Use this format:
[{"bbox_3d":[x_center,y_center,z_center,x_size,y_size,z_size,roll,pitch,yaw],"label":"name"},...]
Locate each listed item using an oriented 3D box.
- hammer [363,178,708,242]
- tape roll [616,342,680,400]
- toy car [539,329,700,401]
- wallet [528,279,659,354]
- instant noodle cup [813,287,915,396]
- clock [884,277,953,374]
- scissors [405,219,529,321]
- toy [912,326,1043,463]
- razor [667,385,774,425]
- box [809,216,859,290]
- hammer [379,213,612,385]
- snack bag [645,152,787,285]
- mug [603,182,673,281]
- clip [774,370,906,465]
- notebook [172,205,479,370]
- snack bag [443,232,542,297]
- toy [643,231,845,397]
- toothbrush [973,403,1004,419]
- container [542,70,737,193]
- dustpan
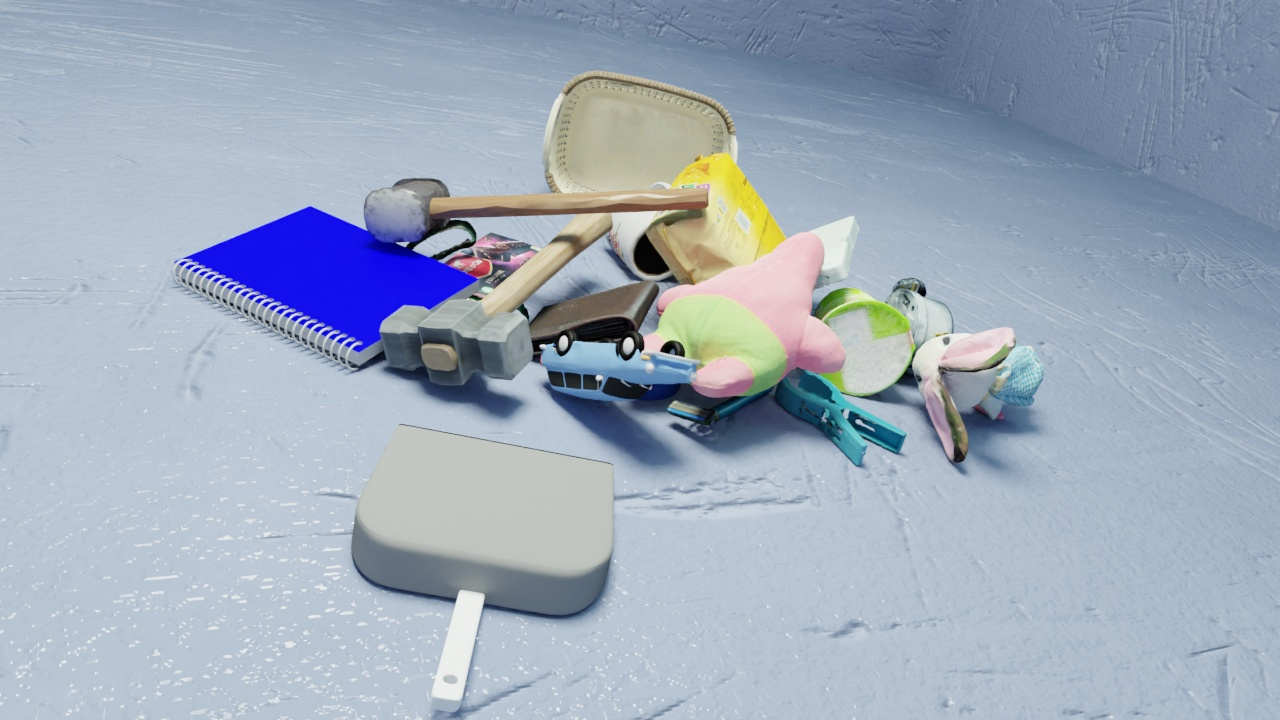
[{"bbox_3d":[-0.099,-0.150,0.885,0.328,0.052,0.098,-1,18,5],"label":"hammer"},{"bbox_3d":[-0.005,0.005,0.843,0.091,0.016,0.092,28,30,25],"label":"tape roll"},{"bbox_3d":[-0.021,0.006,0.740,0.056,0.054,0.154,11,-5,-40],"label":"toy car"},{"bbox_3d":[-0.049,-0.041,0.847,0.120,0.031,0.099,-11,21,19],"label":"wallet"},{"bbox_3d":[0.219,-0.028,0.941,0.099,0.099,0.107,14,19,-1],"label":"instant noodle cup"},{"bbox_3d":[0.284,-0.036,0.984,0.052,0.090,0.129,11,30,-16],"label":"clock"},{"bbox_3d":[-0.197,-0.090,0.903,0.201,0.015,0.203,11,38,0],"label":"scissors"},{"bbox_3d":[0.325,0.005,0.889,0.106,0.131,0.204,32,27,31],"label":"toy"},{"bbox_3d":[0.080,0.038,0.818,0.042,0.022,0.143,16,19,34],"label":"razor"},{"bbox_3d":[0.185,-0.084,0.986,0.075,0.126,0.197,18,27,9],"label":"box"},{"bbox_3d":[-0.102,-0.076,0.849,0.117,0.051,0.321,5,30,21],"label":"hammer"},{"bbox_3d":[0.094,-0.131,0.994,0.159,0.068,0.246,50,29,-16],"label":"snack bag"},{"bbox_3d":[0.011,-0.157,1.068,0.073,0.105,0.089,13,24,-31],"label":"mug"},{"bbox_3d":[0.165,0.051,0.830,0.113,0.028,0.127,-1,31,-31],"label":"clip"},{"bbox_3d":[-0.283,-0.073,0.830,0.209,0.022,0.171,24,36,18],"label":"notebook"},{"bbox_3d":[-0.158,-0.099,0.969,0.074,0.018,0.154,18,29,9],"label":"snack bag"},{"bbox_3d":[0.097,-0.041,0.824,0.192,0.097,0.236,23,50,31],"label":"toy"},{"bbox_3d":[0.333,0.024,0.974,0.021,0.016,0.135,-2,35,-33],"label":"toothbrush"},{"bbox_3d":[-0.001,-0.281,1.230,0.246,0.185,0.142,13,16,-5],"label":"container"},{"bbox_3d":[-0.098,0.118,0.571,0.163,0.033,0.257,11,18,-6],"label":"dustpan"}]
